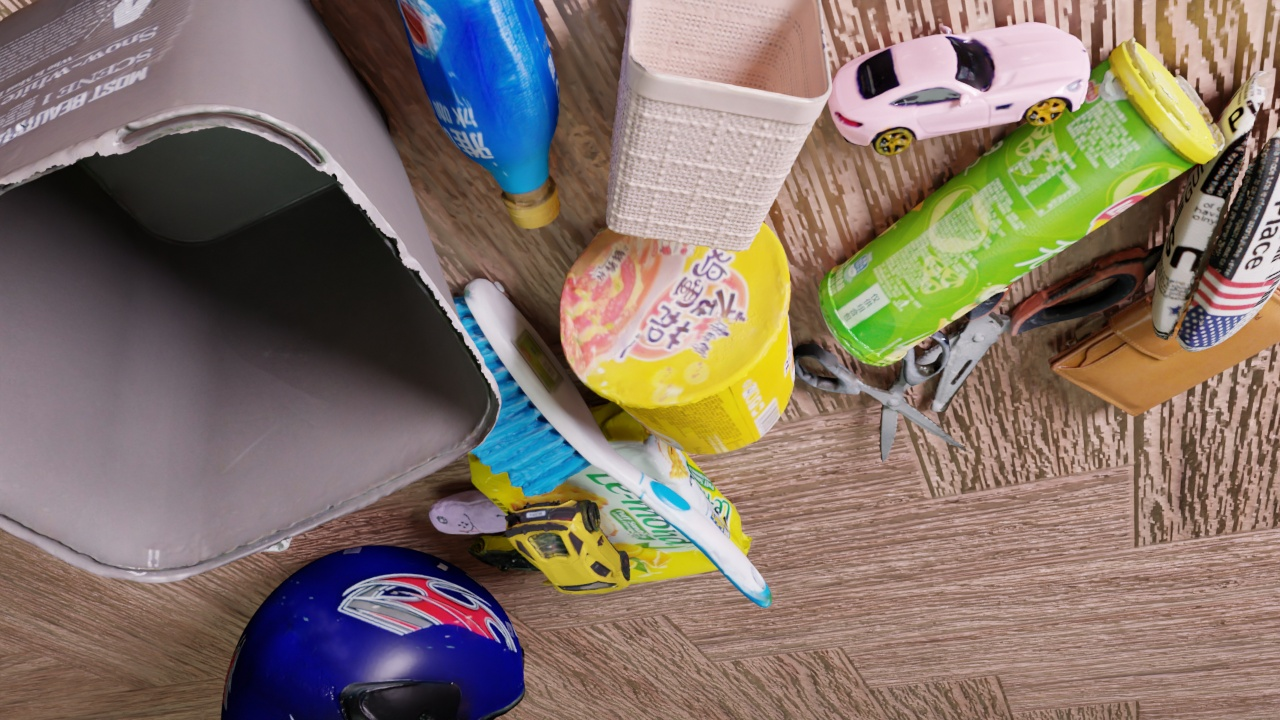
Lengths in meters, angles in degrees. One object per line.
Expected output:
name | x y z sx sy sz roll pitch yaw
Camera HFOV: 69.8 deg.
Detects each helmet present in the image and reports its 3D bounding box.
helmet | -0.231 0.316 0.899 0.315 0.240 0.248 34 171 -25

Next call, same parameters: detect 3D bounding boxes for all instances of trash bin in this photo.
trash bin | -0.194 -0.060 0.402 0.199 0.219 0.199 -24 140 3

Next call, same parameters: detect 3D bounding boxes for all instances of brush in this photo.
brush | -0.036 0.072 0.639 0.110 0.060 0.314 -30 104 22

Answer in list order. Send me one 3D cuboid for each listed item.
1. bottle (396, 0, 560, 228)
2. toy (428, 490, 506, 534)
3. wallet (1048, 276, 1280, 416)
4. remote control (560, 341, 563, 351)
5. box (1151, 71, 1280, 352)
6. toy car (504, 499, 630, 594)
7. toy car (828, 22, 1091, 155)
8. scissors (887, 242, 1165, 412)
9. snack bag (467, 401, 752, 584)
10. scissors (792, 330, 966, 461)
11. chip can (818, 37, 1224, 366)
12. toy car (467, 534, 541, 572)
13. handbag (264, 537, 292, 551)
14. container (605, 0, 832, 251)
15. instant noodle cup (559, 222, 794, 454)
bottle | -0.076 -0.150 0.435 0.065 0.065 0.219 -4 143 8
toy | -0.139 0.138 0.834 0.108 0.038 0.084 -10 150 13
wallet | 0.362 -0.015 0.621 0.107 0.031 0.132 22 137 -27
remote control | -0.004 0.004 0.645 0.136 0.053 0.024 30 159 -31
box | 0.329 -0.068 0.492 0.081 0.074 0.164 25 143 26
toy car | -0.054 0.158 0.744 0.071 0.041 0.156 -9 141 16
toy car | 0.154 -0.137 0.449 0.122 0.056 0.037 -8 148 12
scissors | 0.244 -0.031 0.615 0.222 0.015 0.189 -18 138 23
snack bag | -0.021 0.112 0.770 0.158 0.068 0.246 -15 139 21
scissors | 0.183 0.028 0.680 0.159 0.014 0.181 13 145 1
chip can | 0.196 -0.076 0.513 0.072 0.072 0.222 24 137 -27
toy car | -0.121 0.186 0.902 0.105 0.032 0.048 -8 143 31
handbag | -0.257 0.008 0.540 0.145 0.196 0.099 4 142 -1
container | 0.030 -0.120 0.452 0.090 0.090 0.111 8 145 -8
instant noodle cup | 0.033 -0.012 0.563 0.138 0.137 0.110 -10 150 15
